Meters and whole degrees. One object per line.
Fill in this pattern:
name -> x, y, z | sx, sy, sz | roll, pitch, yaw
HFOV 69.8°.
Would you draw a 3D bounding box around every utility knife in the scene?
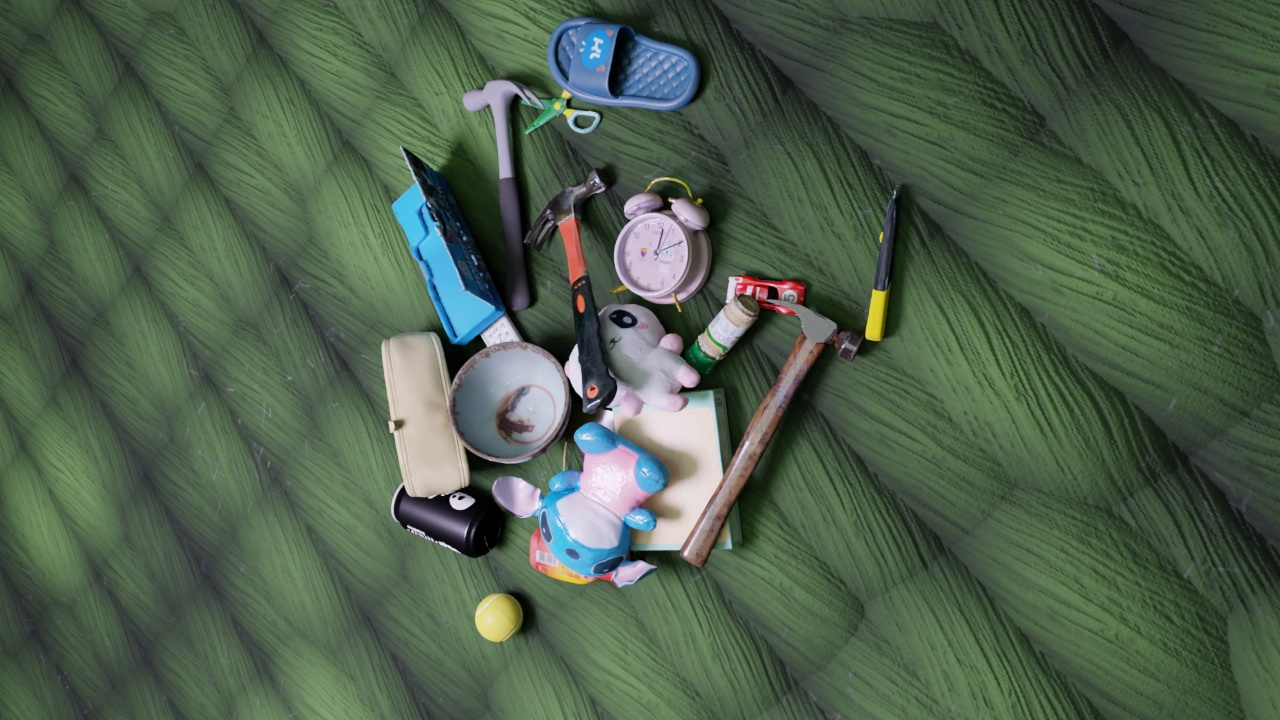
utility knife -> 0.272, -0.109, 1.020 | 0.020, 0.028, 0.174 | 10, 96, 21

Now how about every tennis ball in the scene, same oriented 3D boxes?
tennis ball -> -0.195, 0.354, 1.265 | 0.065, 0.065, 0.065 | 1, 93, 27

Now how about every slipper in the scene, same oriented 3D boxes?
slipper -> -0.027, -0.366, 1.141 | 0.214, 0.059, 0.104 | 23, 98, 20

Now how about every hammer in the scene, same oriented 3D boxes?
hammer -> -0.175, -0.223, 1.240 | 0.125, 0.029, 0.311 | -3, 93, 37
hammer -> 0.128, 0.089, 1.070 | 0.120, 0.033, 0.330 | 30, 98, 14
hammer -> -0.073, -0.083, 1.121 | 0.133, 0.033, 0.332 | -30, 52, 25

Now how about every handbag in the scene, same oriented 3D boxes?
handbag -> -0.302, 0.070, 1.252 | 0.088, 0.191, 0.232 | -11, 85, -16
handbag -> -0.065, 0.145, 1.215 | 0.084, 0.027, 0.178 | 11, 103, 25

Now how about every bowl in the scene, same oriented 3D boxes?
bowl -> -0.158, 0.064, 1.196 | 0.160, 0.094, 0.159 | -4, 72, 11

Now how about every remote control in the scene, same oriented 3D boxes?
remote control -> -0.186, -0.027, 1.265 | 0.050, 0.022, 0.133 | -39, 75, 23

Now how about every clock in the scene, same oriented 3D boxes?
clock -> 0.028, -0.146, 1.127 | 0.117, 0.058, 0.158 | 16, 99, 26

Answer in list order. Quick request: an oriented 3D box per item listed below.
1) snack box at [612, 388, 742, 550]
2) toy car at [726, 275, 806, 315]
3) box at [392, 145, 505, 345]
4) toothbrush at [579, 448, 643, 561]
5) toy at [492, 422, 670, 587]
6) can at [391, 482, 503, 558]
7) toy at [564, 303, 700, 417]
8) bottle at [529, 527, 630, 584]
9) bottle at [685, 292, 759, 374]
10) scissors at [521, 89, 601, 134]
snack box -> 0.044, 0.137, 1.141 | 0.142, 0.044, 0.193 | -7, 89, 28
toy car -> 0.149, -0.078, 1.086 | 0.090, 0.025, 0.038 | 10, 97, 27
box -> -0.280, -0.155, 1.242 | 0.114, 0.113, 0.243 | -36, 69, 24
toothbrush -> -0.038, 0.182, 1.190 | 0.017, 0.014, 0.188 | -24, 91, 42
toy -> -0.061, 0.170, 1.124 | 0.224, 0.098, 0.192 | 30, 107, 12
can -> -0.271, 0.218, 1.289 | 0.146, 0.080, 0.080 | 16, 100, 26
toy -> -0.007, 0.006, 1.118 | 0.180, 0.101, 0.138 | 28, 74, 37
bottle -> -0.079, 0.257, 1.209 | 0.134, 0.048, 0.071 | 6, 96, 27
bottle -> 0.098, -0.032, 1.093 | 0.042, 0.042, 0.110 | 50, 127, 16
scissors -> -0.104, -0.327, 1.213 | 0.131, 0.012, 0.112 | -32, 78, 24
